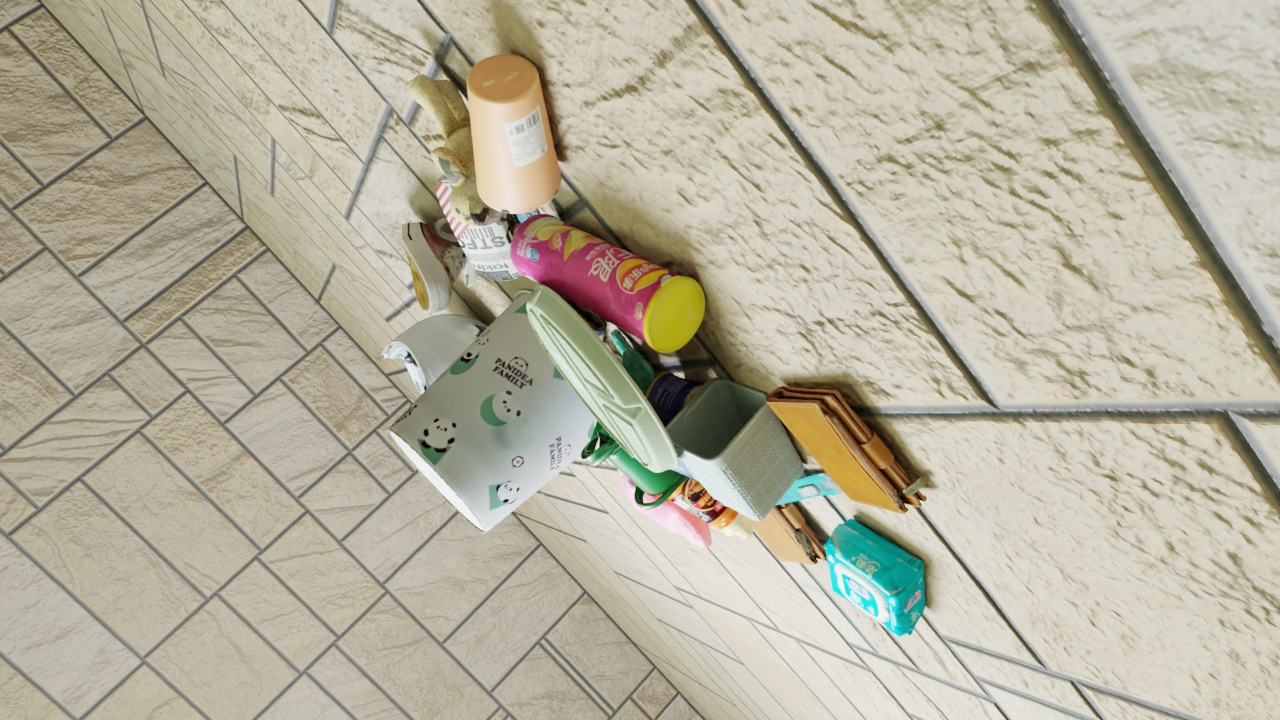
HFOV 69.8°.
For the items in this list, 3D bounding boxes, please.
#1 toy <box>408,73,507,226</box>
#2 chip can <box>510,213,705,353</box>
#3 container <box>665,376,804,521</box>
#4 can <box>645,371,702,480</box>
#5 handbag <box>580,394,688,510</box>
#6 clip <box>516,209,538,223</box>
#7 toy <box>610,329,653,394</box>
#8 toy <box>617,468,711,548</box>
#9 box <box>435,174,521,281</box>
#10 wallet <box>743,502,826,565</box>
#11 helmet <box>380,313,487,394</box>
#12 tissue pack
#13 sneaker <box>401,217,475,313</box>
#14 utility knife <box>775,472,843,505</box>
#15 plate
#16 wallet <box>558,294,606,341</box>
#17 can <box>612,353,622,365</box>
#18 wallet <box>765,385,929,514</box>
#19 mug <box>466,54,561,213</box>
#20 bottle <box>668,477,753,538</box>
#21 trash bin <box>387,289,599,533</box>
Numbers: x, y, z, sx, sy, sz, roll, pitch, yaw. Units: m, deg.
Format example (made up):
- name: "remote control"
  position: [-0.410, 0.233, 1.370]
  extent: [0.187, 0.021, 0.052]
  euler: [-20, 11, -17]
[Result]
- name: "toy"
  position: [-0.175, -0.201, 0.878]
  extent: [0.105, 0.066, 0.157]
  euler: [-20, -93, -65]
- name: "chip can"
  position: [-0.037, -0.078, 0.874]
  extent: [0.211, 0.071, 0.071]
  euler: [30, 156, 40]
- name: "container"
  position: [0.097, 0.092, 0.922]
  extent: [0.090, 0.090, 0.111]
  euler: [22, 153, 52]
- name: "can"
  position: [0.050, 0.074, 1.000]
  extent: [0.049, 0.074, 0.148]
  euler: [20, 150, 31]
- name: "handbag"
  position: [0.003, 0.098, 1.076]
  extent: [0.068, 0.120, 0.131]
  euler: [21, 160, 51]
- name: "clip"
  position: [-0.126, -0.169, 0.965]
  extent: [0.026, 0.038, 0.058]
  euler: [30, 158, 44]
- name: "toy"
  position: [-0.006, 0.006, 1.028]
  extent: [0.096, 0.030, 0.092]
  euler: [57, -178, 1]
- name: "toy"
  position: [0.033, 0.180, 1.262]
  extent: [0.194, 0.075, 0.178]
  euler: [40, -173, -23]
- name: "box"
  position: [-0.165, -0.164, 1.026]
  extent: [0.075, 0.082, 0.163]
  euler: [-1, 141, 18]
- name: "wallet"
  position: [0.153, 0.180, 1.070]
  extent: [0.132, 0.031, 0.108]
  euler: [51, 160, -6]
- name: "helmet"
  position: [-0.272, 0.020, 1.476]
  extent: [0.229, 0.145, 0.258]
  euler: [24, 160, 52]
- name: "tissue pack"
  position: [0.242, 0.227, 0.947]
  extent: [0.093, 0.050, 0.133]
  euler: [31, 157, 36]
- name: "sneaker"
  position: [-0.267, -0.137, 1.231]
  extent: [0.241, 0.087, 0.118]
  euler: [-126, 26, -61]
- name: "utility knife"
  position: [0.162, 0.137, 0.955]
  extent: [0.029, 0.013, 0.158]
  euler: [52, 151, -3]
- name: "plate"
  position: [-0.042, 0.023, 0.917]
  extent: [0.230, 0.027, 0.230]
  euler: [50, 168, 14]
- name: "wallet"
  position: [-0.074, -0.051, 1.079]
  extent: [0.090, 0.033, 0.115]
  euler: [45, 163, 10]
- name: "can"
  position: [-0.012, 0.056, 1.132]
  extent: [0.053, 0.053, 0.134]
  euler: [20, 148, 53]
- name: "wallet"
  position: [0.178, 0.077, 0.794]
  extent: [0.130, 0.035, 0.119]
  euler: [49, 162, -14]
- name: "mug"
  position: [-0.111, -0.196, 0.790]
  extent: [0.078, 0.078, 0.123]
  euler: [39, 156, 21]
- name: "bottle"
  position: [0.086, 0.176, 1.169]
  extent: [0.149, 0.066, 0.067]
  euler: [41, 163, -9]
- name: "trash bin"
  position: [-0.174, 0.074, 1.205]
  extent: [0.229, 0.251, 0.230]
  euler: [40, 160, 17]
